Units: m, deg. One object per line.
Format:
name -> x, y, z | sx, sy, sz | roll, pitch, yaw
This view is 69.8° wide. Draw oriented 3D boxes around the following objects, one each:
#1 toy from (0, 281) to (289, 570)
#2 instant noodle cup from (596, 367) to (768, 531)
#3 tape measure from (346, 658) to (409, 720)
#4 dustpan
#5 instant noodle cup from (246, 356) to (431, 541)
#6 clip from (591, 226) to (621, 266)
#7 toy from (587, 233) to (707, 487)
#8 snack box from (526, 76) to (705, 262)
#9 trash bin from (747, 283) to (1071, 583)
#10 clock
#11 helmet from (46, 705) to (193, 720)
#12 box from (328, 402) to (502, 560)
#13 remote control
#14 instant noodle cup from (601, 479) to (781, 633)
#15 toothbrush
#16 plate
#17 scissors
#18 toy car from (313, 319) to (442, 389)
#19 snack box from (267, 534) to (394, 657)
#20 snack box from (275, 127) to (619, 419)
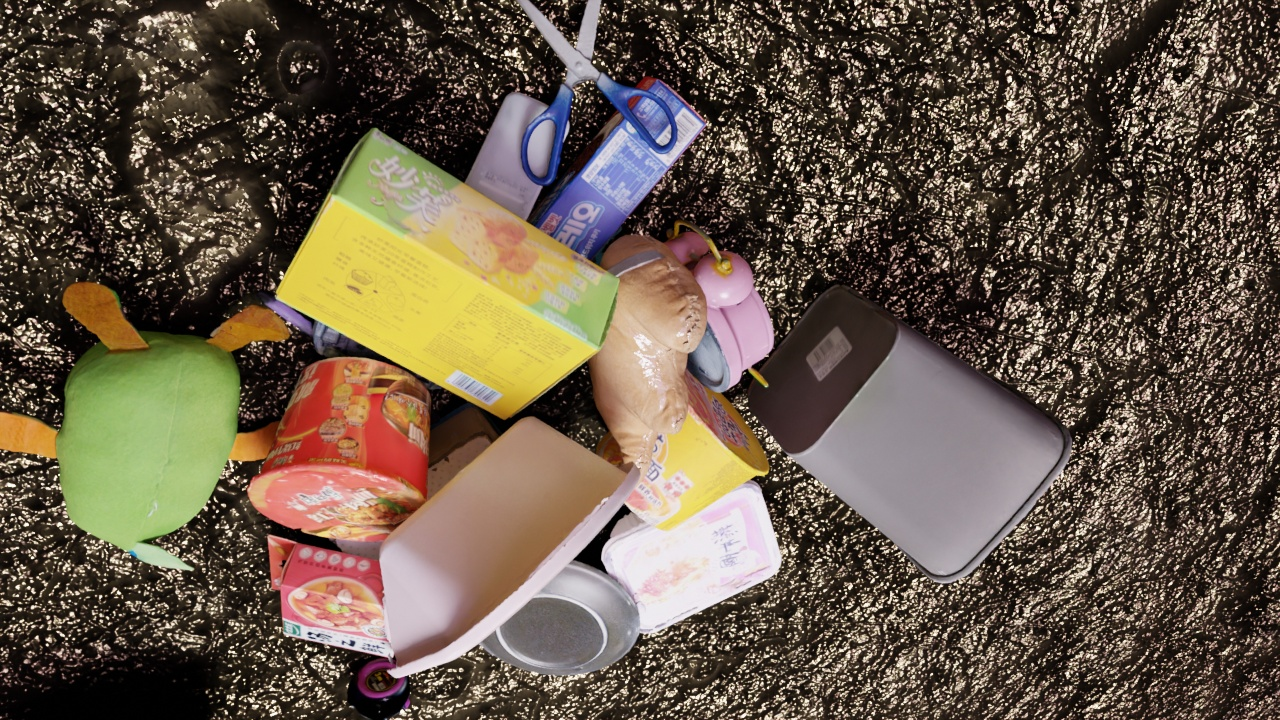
toy -> -0.377, 0.050, 0.709 | 0.226, 0.090, 0.247 | 8, 117, -38
instant noodle cup -> 0.034, 0.083, 0.853 | 0.110, 0.138, 0.138 | -42, 123, 15
tape measure -> -0.259, 0.329, 0.915 | 0.057, 0.057, 0.039 | -38, 141, -51
dustpan -> -0.096, 0.171, 0.738 | 0.222, 0.139, 0.274 | -45, 155, -29
instant noodle cup -> -0.232, 0.069, 0.736 | 0.138, 0.108, 0.138 | 1, 147, 0
clip -> -0.035, -0.093, 0.800 | 0.055, 0.013, 0.038 | -30, 122, -2
toy -> -0.005, 0.004, 0.765 | 0.082, 0.143, 0.226 | -6, 129, -20
snack box -> -0.038, -0.133, 0.747 | 0.057, 0.058, 0.208 | 38, 99, -20
trash bin -> 0.244, 0.058, 0.883 | 0.219, 0.199, 0.199 | 34, 100, -24
clock -> 0.059, -0.051, 0.798 | 0.059, 0.117, 0.159 | -31, 125, -14
helmet -> -0.470, 0.422, 0.770 | 0.230, 0.274, 0.234 | 16, 102, 2
box -> -0.190, 0.116, 0.830 | 0.184, 0.059, 0.090 | -32, 124, -4
remote control -> -0.106, -0.140, 0.718 | 0.056, 0.020, 0.136 | 25, 88, -7
instant noodle cup -> 0.048, 0.191, 0.951 | 0.173, 0.060, 0.138 | -25, 122, -8
toothbrush -> -0.244, -0.001, 0.777 | 0.189, 0.017, 0.014 | 41, 86, -29
plate -> -0.090, 0.268, 0.927 | 0.179, 0.024, 0.180 | 1, 124, 1
scissors -> -0.042, -0.208, 0.693 | 0.162, 0.012, 0.176 | 27, 98, 0
toy car -> -0.210, -0.015, 0.762 | 0.120, 0.037, 0.054 | 20, 95, -28
snack box -> -0.271, 0.211, 0.810 | 0.127, 0.044, 0.113 | 15, 140, -7
snack box -> -0.144, -0.053, 0.683 | 0.210, 0.069, 0.158 | 31, 143, -20
